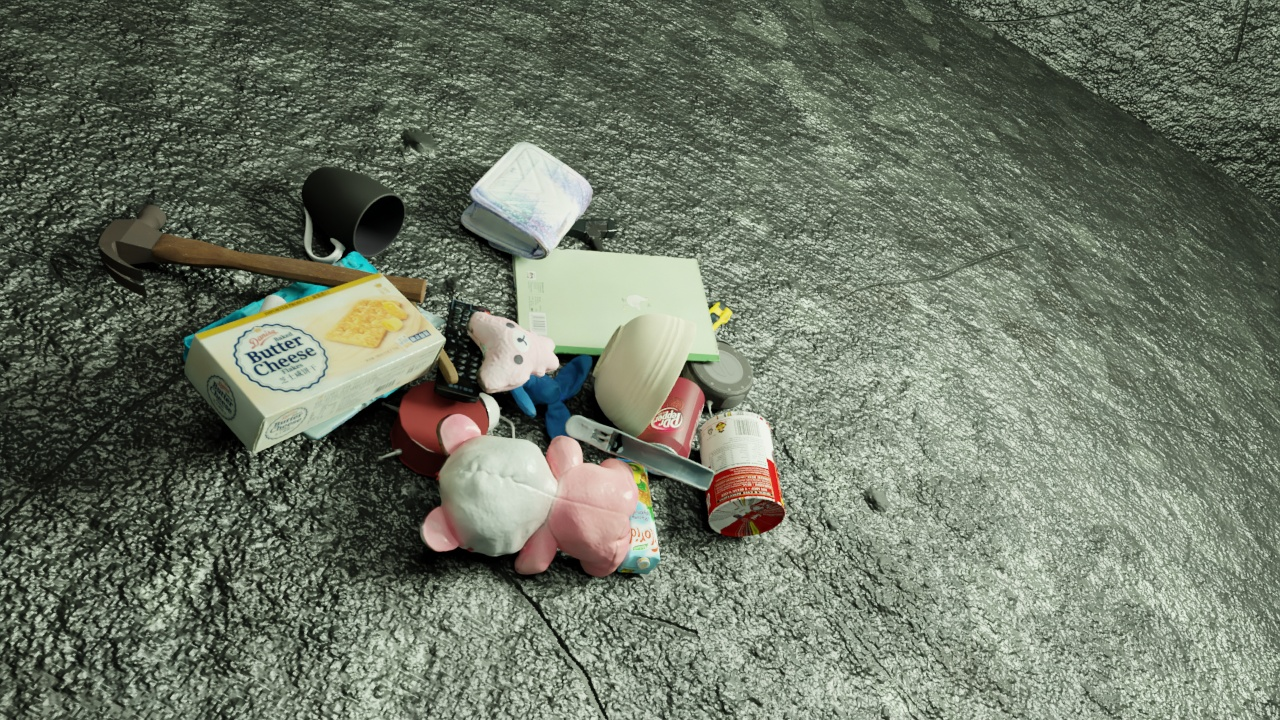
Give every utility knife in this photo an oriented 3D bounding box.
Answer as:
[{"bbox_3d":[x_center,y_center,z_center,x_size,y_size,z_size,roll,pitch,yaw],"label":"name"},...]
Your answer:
[{"bbox_3d":[0.083,-0.038,1.235,0.030,0.017,0.162,32,46,12],"label":"utility knife"}]

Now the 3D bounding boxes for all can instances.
[{"bbox_3d":[0.034,0.075,1.070,0.063,0.063,0.113,27,44,-6],"label":"can"},{"bbox_3d":[0.114,0.130,1.051,0.086,0.087,0.116,13,48,-20],"label":"can"}]

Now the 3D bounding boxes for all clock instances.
[{"bbox_3d":[-0.197,0.073,0.949,0.137,0.048,0.096,10,48,-23],"label":"clock"},{"bbox_3d":[0.094,0.017,1.169,0.091,0.044,0.122,-9,55,-31],"label":"clock"}]

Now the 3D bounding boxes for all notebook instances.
[{"bbox_3d":[-0.034,-0.073,1.166,0.252,0.010,0.181,3,49,-14],"label":"notebook"}]

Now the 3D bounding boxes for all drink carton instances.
[{"bbox_3d":[-0.009,0.167,0.981,0.044,0.039,0.128,10,47,-22],"label":"drink carton"}]

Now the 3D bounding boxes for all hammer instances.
[{"bbox_3d":[-0.388,-0.098,0.954,0.323,0.033,0.115,9,41,-6],"label":"hammer"},{"bbox_3d":[-0.015,-0.063,1.200,0.094,0.015,0.324,-8,58,-34],"label":"hammer"}]

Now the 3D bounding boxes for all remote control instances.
[{"bbox_3d":[-0.190,-0.009,0.982,0.047,0.022,0.150,16,38,-15],"label":"remote control"}]

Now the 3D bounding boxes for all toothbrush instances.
[{"bbox_3d":[-0.227,-0.032,0.960,0.016,0.016,0.167,-13,47,-30],"label":"toothbrush"}]

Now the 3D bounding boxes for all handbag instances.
[{"bbox_3d":[-0.146,-0.204,1.207,0.126,0.069,0.158,31,44,-1],"label":"handbag"}]

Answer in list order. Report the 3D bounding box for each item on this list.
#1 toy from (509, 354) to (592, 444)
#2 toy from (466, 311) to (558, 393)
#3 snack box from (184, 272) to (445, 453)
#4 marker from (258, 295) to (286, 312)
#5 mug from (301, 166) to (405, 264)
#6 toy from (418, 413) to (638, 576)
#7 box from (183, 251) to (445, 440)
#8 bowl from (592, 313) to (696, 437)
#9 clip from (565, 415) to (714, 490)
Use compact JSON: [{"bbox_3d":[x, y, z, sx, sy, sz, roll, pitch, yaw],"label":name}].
[{"bbox_3d":[-0.128,0.019,1.026,0.176,0.071,0.112,28,55,-6],"label":"toy"},{"bbox_3d":[-0.131,-0.008,0.966,0.095,0.053,0.099,1,54,-26],"label":"toy"},{"bbox_3d":[-0.296,-0.005,0.853,0.104,0.058,0.207,45,40,13],"label":"snack box"},{"bbox_3d":[-0.364,-0.010,0.876,0.027,0.023,0.133,4,45,-4],"label":"marker"},{"bbox_3d":[-0.349,-0.166,1.061,0.100,0.085,0.118,32,72,17],"label":"mug"},{"bbox_3d":[-0.105,0.135,0.899,0.213,0.084,0.141,18,70,-21],"label":"toy"},{"bbox_3d":[-0.318,-0.013,0.951,0.185,0.056,0.226,35,43,13],"label":"box"},{"bbox_3d":[-0.006,0.006,1.042,0.075,0.151,0.150,29,44,-7],"label":"bowl"},{"bbox_3d":[-0.002,0.095,0.957,0.163,0.107,0.028,21,84,12],"label":"clip"}]
